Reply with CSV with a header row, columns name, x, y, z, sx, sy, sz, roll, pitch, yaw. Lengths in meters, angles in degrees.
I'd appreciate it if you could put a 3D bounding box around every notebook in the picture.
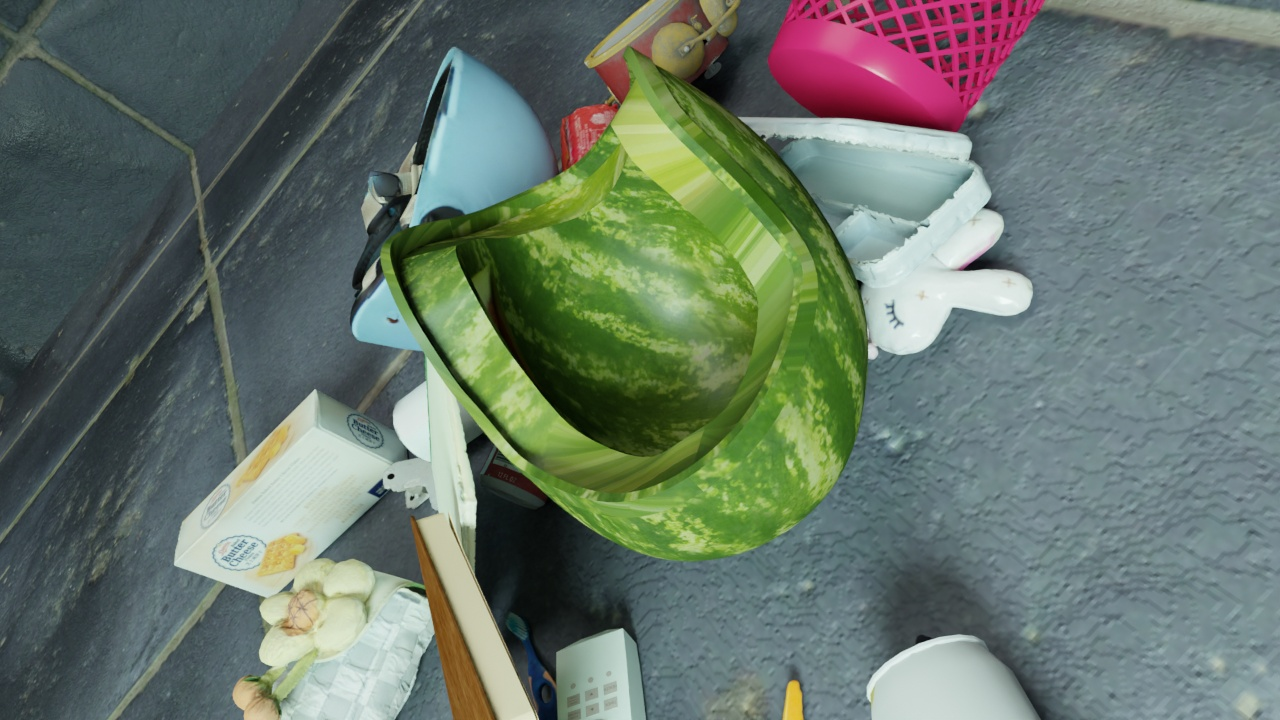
name,x,y,z,sx,sy,sz,roll,pitch,yaw
notebook,-0.073,0.210,0.476,0.024,0.226,0.167,-15,33,-20
notebook,-0.128,0.076,0.608,0.253,0.010,0.181,104,154,-52

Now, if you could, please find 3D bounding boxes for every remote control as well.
name,x,y,z,sx,sy,sz,roll,pitch,yaw
remote control,-0.020,0.225,0.526,0.050,0.024,0.143,-25,44,18

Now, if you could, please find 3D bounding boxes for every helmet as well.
name,x,y,z,sx,sy,sz,roll,pitch,yaw
helmet,0.012,-0.017,0.508,0.213,0.247,0.243,-35,-2,13
helmet,-0.157,-0.131,0.811,0.225,0.166,0.266,-114,41,-57

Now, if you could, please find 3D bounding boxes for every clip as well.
name,x,y,z,sx,sy,sz,roll,pitch,yaw
clip,-0.196,0.103,0.806,0.054,0.038,0.101,-29,41,10

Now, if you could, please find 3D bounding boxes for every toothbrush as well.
name,x,y,z,sx,sy,sz,roll,pitch,yaw
toothbrush,-0.063,0.209,0.593,0.021,0.017,0.135,-45,38,2

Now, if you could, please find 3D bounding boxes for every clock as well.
name,x,y,z,sx,sy,sz,roll,pitch,yaw
clock,0.030,-0.273,0.810,0.159,0.081,0.116,-6,40,55

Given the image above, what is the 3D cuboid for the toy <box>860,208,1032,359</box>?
name,x,y,z,sx,sy,sz,roll,pitch,yaw
toy,0.157,-0.036,0.534,0.126,0.037,0.075,-28,46,28

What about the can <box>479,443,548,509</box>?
name,x,y,z,sx,sy,sz,roll,pitch,yaw
can,-0.080,0.059,0.696,0.054,0.054,0.096,4,65,48

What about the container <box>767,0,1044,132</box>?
name,x,y,z,sx,sy,sz,roll,pitch,yaw
container,0.189,-0.261,0.579,0.183,0.183,0.226,30,93,52

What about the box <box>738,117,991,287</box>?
name,x,y,z,sx,sy,sz,roll,pitch,yaw
box,0.110,-0.136,0.577,0.107,0.110,0.216,-40,28,-7

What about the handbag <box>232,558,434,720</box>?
name,x,y,z,sx,sy,sz,roll,pitch,yaw
handbag,-0.231,0.232,0.666,0.113,0.123,0.171,5,65,31

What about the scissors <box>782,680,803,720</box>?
name,x,y,z,sx,sy,sz,roll,pitch,yaw
scissors,0.073,0.224,0.443,0.125,0.011,0.129,-41,41,19

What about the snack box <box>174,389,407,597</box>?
name,x,y,z,sx,sy,sz,roll,pitch,yaw
snack box,-0.326,0.129,0.859,0.208,0.104,0.057,-42,39,15

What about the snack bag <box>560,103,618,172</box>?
name,x,y,z,sx,sy,sz,roll,pitch,yaw
snack bag,-0.032,-0.151,0.785,0.082,0.082,0.176,-33,41,24

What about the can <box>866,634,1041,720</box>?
name,x,y,z,sx,sy,sz,roll,pitch,yaw
can,0.139,0.171,0.372,0.064,0.064,0.127,-39,40,18

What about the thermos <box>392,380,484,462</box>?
name,x,y,z,sx,sy,sz,roll,pitch,yaw
thermos,-0.105,0.003,0.756,0.231,0.068,0.067,-35,41,23
